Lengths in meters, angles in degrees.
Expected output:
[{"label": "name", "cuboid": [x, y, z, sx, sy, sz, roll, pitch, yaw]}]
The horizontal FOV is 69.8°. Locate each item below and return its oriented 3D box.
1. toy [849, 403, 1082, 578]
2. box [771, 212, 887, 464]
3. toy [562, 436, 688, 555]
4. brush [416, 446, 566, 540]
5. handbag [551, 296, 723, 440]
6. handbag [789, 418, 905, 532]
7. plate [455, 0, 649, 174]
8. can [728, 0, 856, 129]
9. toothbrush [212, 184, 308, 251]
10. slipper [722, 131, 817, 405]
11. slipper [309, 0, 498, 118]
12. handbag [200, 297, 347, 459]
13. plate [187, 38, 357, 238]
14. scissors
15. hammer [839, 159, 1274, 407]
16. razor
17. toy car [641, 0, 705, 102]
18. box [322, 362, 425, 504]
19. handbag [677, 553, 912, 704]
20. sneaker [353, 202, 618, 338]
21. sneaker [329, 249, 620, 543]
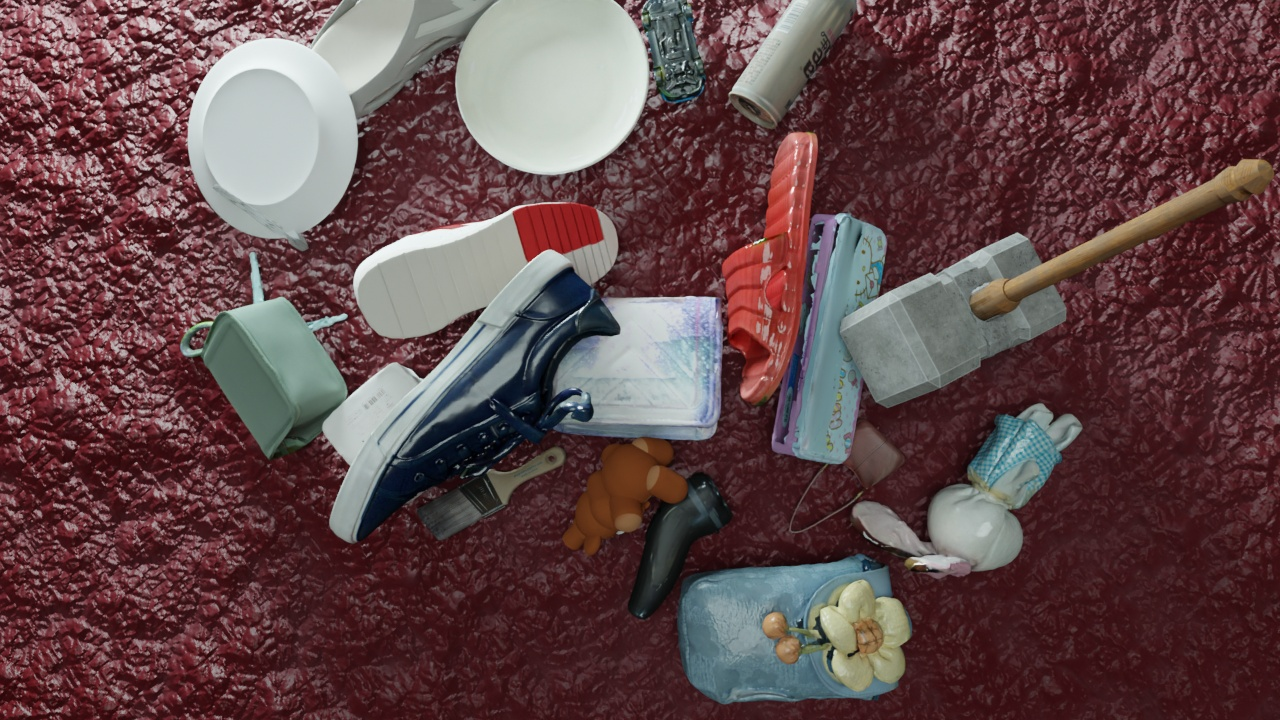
[{"label": "toy", "cuboid": [0.297, 0.118, 0.789, 0.205, 0.131, 0.105, -42, 114, -6]}, {"label": "box", "cuboid": [0.161, -0.019, 0.799, 0.065, 0.078, 0.214, 9, 87, 35]}, {"label": "toy", "cuboid": [-0.020, 0.125, 0.813, 0.065, 0.094, 0.128, 24, 121, -28]}, {"label": "brush", "cuboid": [-0.137, 0.121, 0.859, 0.151, 0.012, 0.039, -29, 84, 2]}, {"label": "handbag", "cuboid": [-0.005, 0.005, 0.829, 0.158, 0.069, 0.126, 1, 73, 5]}, {"label": "handbag", "cuboid": [0.176, 0.111, 0.823, 0.055, 0.029, 0.120, 45, 97, 11]}, {"label": "plate", "cuboid": [-0.081, -0.261, 0.865, 0.182, 0.034, 0.182, 0, 86, 6]}, {"label": "can", "cuboid": [0.139, -0.282, 0.834, 0.054, 0.054, 0.135, 34, 90, 7]}, {"label": "toothbrush", "cuboid": [-0.333, -0.127, 0.808, 0.010, 0.181, 0.010, -25, 81, -2]}, {"label": "slipper", "cuboid": [0.105, -0.084, 0.803, 0.059, 0.104, 0.248, 11, 80, -8]}, {"label": "slipper", "cuboid": [-0.220, -0.341, 0.861, 0.266, 0.080, 0.113, -40, 80, 2]}, {"label": "handbag", "cuboid": [-0.335, 0.014, 0.836, 0.122, 0.067, 0.106, 53, 128, 6]}, {"label": "plate", "cuboid": [-0.359, -0.212, 0.878, 0.189, 0.016, 0.188, 1, 96, 15]}, {"label": "scissors", "cuboid": [-0.364, -0.022, 0.892, 0.171, 0.021, 0.172, -11, 81, 8]}, {"label": "hammer", "cuboid": [0.298, -0.065, 0.656, 0.162, 0.318, 0.083, -24, 84, -24]}, {"label": "razor", "cuboid": [0.034, 0.168, 0.820, 0.064, 0.053, 0.140, 25, 92, 0]}, {"label": "toy car", "cuboid": [0.032, -0.290, 0.856, 0.048, 0.032, 0.105, -13, 80, 5]}, {"label": "box", "cuboid": [-0.219, 0.067, 0.860, 0.102, 0.091, 0.107, -42, 90, -5]}, {"label": "handbag", "cuboid": [0.128, 0.229, 0.772, 0.192, 0.118, 0.121, -2, 86, 0]}, {"label": "sneaker", "cuboid": [-0.144, -0.093, 0.838, 0.236, 0.104, 0.090, -21, 116, -16]}, {"label": "sneaker", "cuboid": [-0.125, 0.054, 0.753, 0.127, 0.121, 0.294, 42, 86, 6]}]
